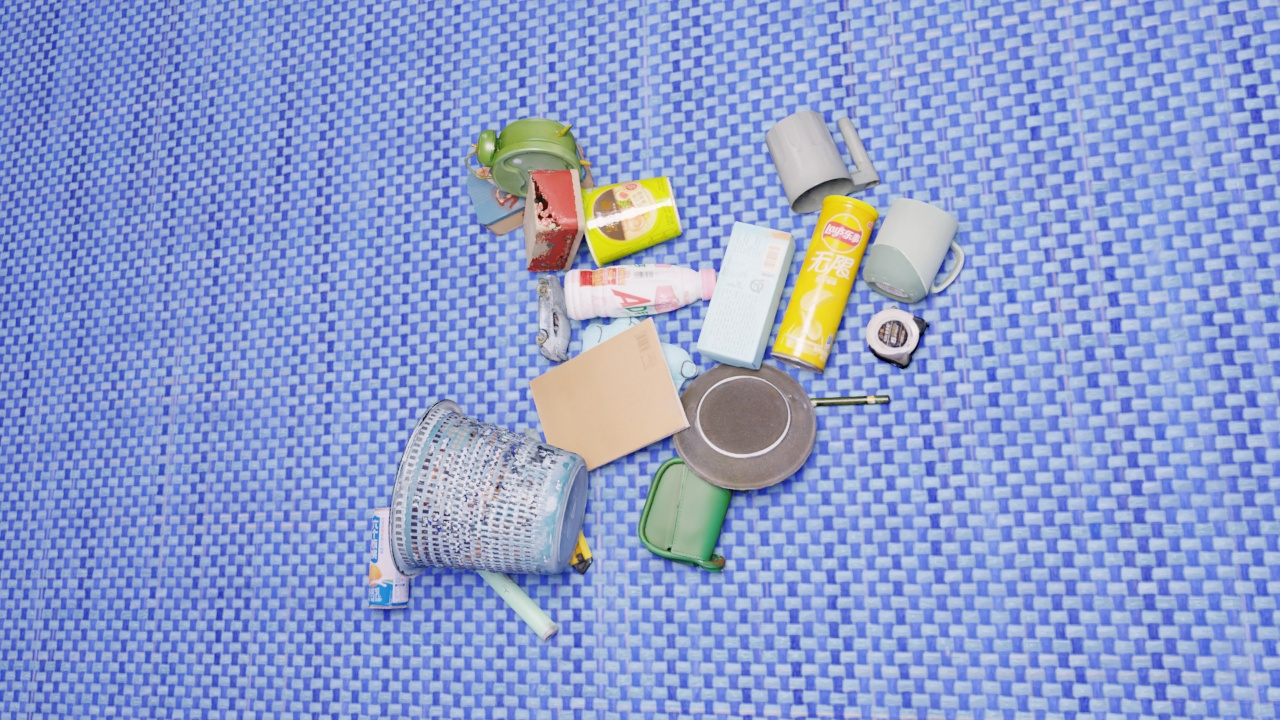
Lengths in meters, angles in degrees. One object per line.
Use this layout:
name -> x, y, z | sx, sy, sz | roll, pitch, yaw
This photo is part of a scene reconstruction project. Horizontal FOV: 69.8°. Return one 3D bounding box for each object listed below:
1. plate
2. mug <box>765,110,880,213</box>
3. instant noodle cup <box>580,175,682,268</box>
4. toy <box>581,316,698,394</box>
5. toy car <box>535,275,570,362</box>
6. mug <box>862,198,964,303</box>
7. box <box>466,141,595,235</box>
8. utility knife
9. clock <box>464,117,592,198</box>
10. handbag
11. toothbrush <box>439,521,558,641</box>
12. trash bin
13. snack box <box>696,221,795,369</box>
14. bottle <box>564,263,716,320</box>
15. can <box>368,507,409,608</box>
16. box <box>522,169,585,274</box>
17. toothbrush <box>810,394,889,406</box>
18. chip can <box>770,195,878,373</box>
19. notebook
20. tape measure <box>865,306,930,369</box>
plate -> 0.126, 0.073, 1.129 | 0.179, 0.024, 0.179 | -4, 58, 6
mug -> 0.232, -0.257, 1.173 | 0.123, 0.084, 0.103 | -15, 73, -14
instant noodle cup -> -0.011, -0.192, 1.219 | 0.123, 0.111, 0.111 | -15, 76, 6
toy -> -0.007, 0.007, 1.206 | 0.161, 0.050, 0.156 | -18, 69, 13
toy car -> -0.117, -0.057, 1.249 | 0.037, 0.054, 0.120 | -8, 77, 18
mug -> 0.336, -0.124, 1.114 | 0.111, 0.082, 0.106 | 25, 87, -12
box -> -0.149, -0.252, 1.292 | 0.184, 0.061, 0.089 | -26, 74, 13
utility knife -> -0.114, 0.183, 1.224 | 0.033, 0.015, 0.215 | -27, 73, 8
clock -> -0.152, -0.263, 1.205 | 0.161, 0.116, 0.056 | -7, 67, 12
handbag -> 0.063, 0.191, 1.147 | 0.120, 0.068, 0.131 | 19, 85, 11
toothbrush -> -0.194, 0.288, 1.225 | 0.224, 0.026, 0.027 | 40, 88, 20
trash bin -> -0.175, 0.176, 1.141 | 0.195, 0.226, 0.226 | 10, 83, 9
snack box -> 0.133, -0.081, 1.146 | 0.074, 0.051, 0.174 | 16, 84, 20
bottle -> 0.001, -0.093, 1.207 | 0.197, 0.068, 0.068 | -4, 78, 4
can -> -0.343, 0.270, 1.259 | 0.053, 0.053, 0.134 | -3, 79, 16
box -> -0.125, -0.178, 1.205 | 0.077, 0.169, 0.091 | -5, 77, -12
toothbrush -> 0.216, 0.055, 1.148 | 0.186, 0.012, 0.017 | -4, 85, 16
chip can -> 0.228, -0.094, 1.140 | 0.072, 0.072, 0.213 | 19, 86, 19
notebook -> -0.047, 0.054, 1.188 | 0.212, 0.012, 0.149 | -27, 72, 28
tape measure -> 0.310, -0.030, 1.124 | 0.066, 0.033, 0.065 | 27, 87, 17
